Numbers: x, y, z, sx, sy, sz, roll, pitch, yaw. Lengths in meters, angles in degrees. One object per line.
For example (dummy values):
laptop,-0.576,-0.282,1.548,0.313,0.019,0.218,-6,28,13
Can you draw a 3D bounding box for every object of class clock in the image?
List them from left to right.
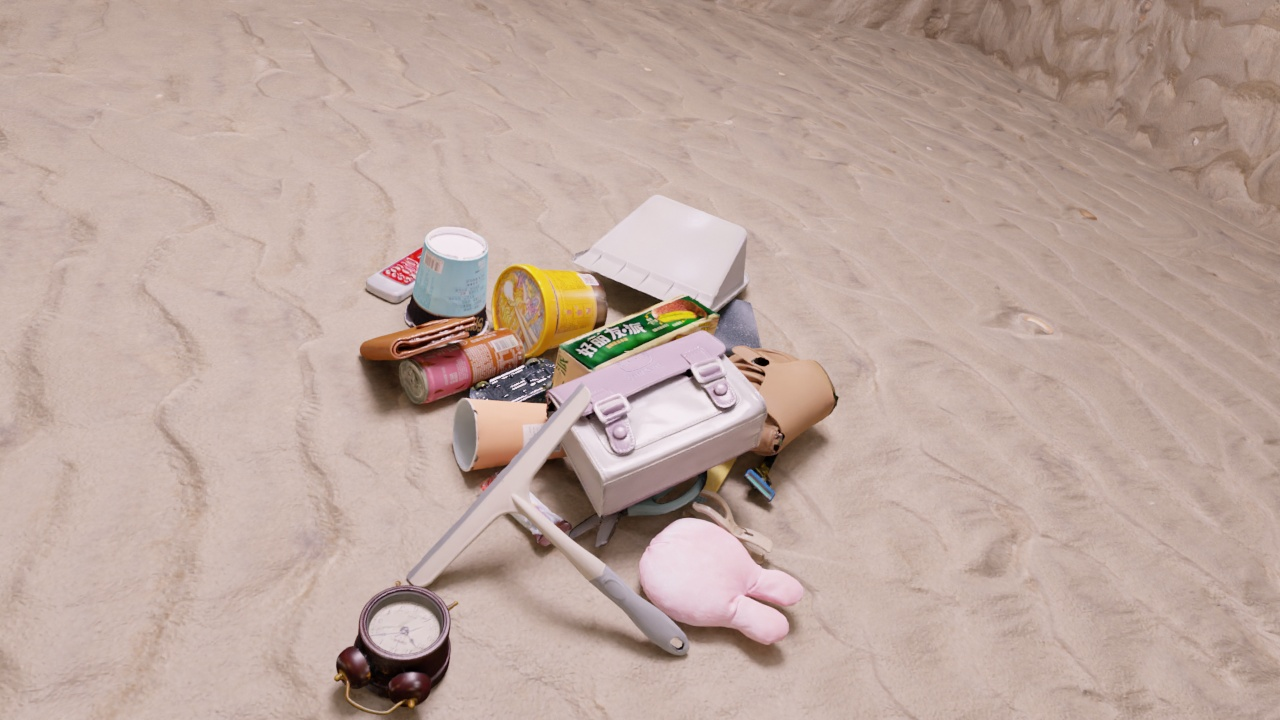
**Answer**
clock,-0.203,0.243,0.764,0.082,0.055,0.121,19,36,3

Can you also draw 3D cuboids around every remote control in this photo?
remote control,-0.316,-0.120,1.259,0.056,0.020,0.135,26,35,13

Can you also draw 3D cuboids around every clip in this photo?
clip,0.083,0.189,0.991,0.104,0.089,0.034,46,32,-12

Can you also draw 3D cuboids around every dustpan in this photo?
dustpan,0.055,-0.139,1.403,0.223,0.143,0.257,24,54,17

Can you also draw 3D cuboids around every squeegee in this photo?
squeegee,-0.047,0.192,0.852,0.246,0.246,0.039,42,-6,2

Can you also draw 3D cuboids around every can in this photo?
can,-0.210,0.005,1.093,0.147,0.058,0.058,-21,49,-42

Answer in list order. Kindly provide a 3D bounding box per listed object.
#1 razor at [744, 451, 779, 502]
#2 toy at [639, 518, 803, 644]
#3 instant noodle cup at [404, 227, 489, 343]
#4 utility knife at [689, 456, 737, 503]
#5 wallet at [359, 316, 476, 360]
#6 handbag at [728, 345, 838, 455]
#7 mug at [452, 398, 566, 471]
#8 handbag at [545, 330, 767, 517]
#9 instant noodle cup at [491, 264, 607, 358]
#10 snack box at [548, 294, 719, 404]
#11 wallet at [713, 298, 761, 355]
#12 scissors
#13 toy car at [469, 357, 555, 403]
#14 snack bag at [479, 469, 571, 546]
razor,0.155,0.123,1.110,0.042,0.022,0.142,46,32,-2
toy,0.078,0.220,0.911,0.159,0.054,0.121,26,43,14
instant noodle cup,-0.241,-0.102,1.175,0.111,0.121,0.111,11,34,-8
utility knife,0.093,0.121,1.087,0.031,0.019,0.174,19,26,15
wallet,-0.259,-0.025,1.070,0.107,0.031,0.132,-20,11,-29
handbag,0.146,0.042,1.132,0.148,0.100,0.204,21,26,29
mug,-0.136,0.079,1.008,0.122,0.078,0.078,0,37,-29
handbag,0.015,0.056,0.973,0.196,0.099,0.145,-22,52,-20
instant noodle cup,-0.114,-0.067,1.191,0.114,0.119,0.118,-9,41,-43
snack box,-0.007,0.007,1.124,0.063,0.115,0.239,35,39,27
wallet,0.122,-0.052,1.327,0.097,0.019,0.120,11,43,-15
scissors,0.001,0.142,0.980,0.177,0.019,0.174,-3,31,12
toy car,-0.146,0.037,1.096,0.120,0.037,0.054,-23,52,-30
snack bag,-0.120,0.152,0.951,0.105,0.026,0.045,37,37,25
